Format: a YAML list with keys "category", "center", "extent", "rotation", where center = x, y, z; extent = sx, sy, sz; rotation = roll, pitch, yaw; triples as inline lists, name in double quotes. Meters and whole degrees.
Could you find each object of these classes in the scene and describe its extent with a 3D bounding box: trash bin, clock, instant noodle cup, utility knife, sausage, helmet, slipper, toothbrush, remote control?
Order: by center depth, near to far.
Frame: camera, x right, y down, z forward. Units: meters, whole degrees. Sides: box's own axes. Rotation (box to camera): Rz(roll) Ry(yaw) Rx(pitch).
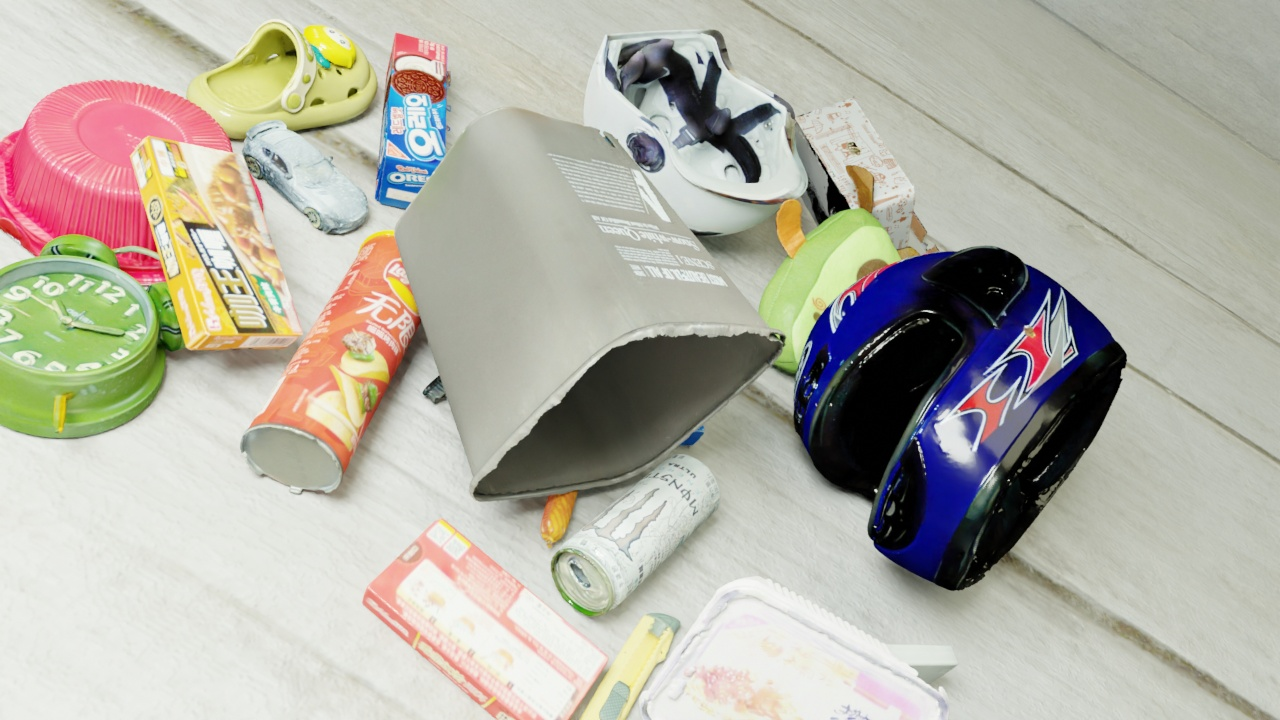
- category: "clock"
  center: [-0.364, -0.023, 0.601]
  extent: [0.116, 0.056, 0.160]
  rotation: [31, 41, -5]
- category: "utility knife"
  center: [-0.022, 0.237, 0.610]
  extent: [0.031, 0.020, 0.194]
  rotation: [32, 46, 7]
- category: "instant noodle cup"
  center: [0.101, 0.220, 0.624]
  extent: [0.173, 0.138, 0.060]
  rotation: [30, 21, -6]
- category: "trash bin"
  center: [-0.050, -0.044, 0.662]
  extent: [0.198, 0.199, 0.219]
  rotation: [1, 53, -50]
- category: "instant noodle cup"
  center: [-0.386, -0.147, 0.697]
  extent: [0.193, 0.066, 0.193]
  rotation: [17, 46, -18]
- category: "remote control"
  center: [0.175, 0.235, 0.701]
  extent: [0.135, 0.056, 0.019]
  rotation: [9, 47, -25]
- category: "sausage"
  center: [-0.054, 0.080, 0.726]
  extent: [0.021, 0.022, 0.164]
  rotation: [25, 43, -10]
- category: "toothbrush"
  center: [-0.116, -0.011, 0.779]
  extent: [0.016, 0.014, 0.189]
  rotation: [43, 42, 8]
- category: "helmet"
  center: [0.252, 0.033, 0.802]
  extent: [0.240, 0.248, 0.314]
  rotation: [32, 42, 31]
- category: "slipper"
  center: [-0.317, -0.262, 0.836]
  extent: [0.091, 0.082, 0.190]
  rotation: [44, 45, 7]
- category: "helmet"
  center: [0.042, -0.225, 0.977]
  extent: [0.228, 0.146, 0.258]
  rotation: [-29, 77, -43]

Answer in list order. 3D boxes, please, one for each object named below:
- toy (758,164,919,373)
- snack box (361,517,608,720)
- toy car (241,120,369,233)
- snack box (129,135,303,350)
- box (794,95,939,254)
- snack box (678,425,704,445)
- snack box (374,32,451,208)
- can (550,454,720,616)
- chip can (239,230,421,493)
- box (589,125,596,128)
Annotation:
- category: "toy"
  center: [0.200, -0.078, 0.941]
  extent: [0.246, 0.090, 0.227]
  rotation: [-47, 116, -20]
- category: "snack box"
  center: [-0.101, 0.178, 0.603]
  extent: [0.153, 0.026, 0.075]
  rotation: [38, 43, 5]
- category: "toy car"
  center: [-0.287, -0.159, 0.792]
  extent: [0.120, 0.037, 0.054]
  rotation: [42, 42, 4]
- category: "snack box"
  center: [-0.295, -0.080, 0.639]
  extent: [0.075, 0.026, 0.153]
  rotation: [-2, 65, -57]
- category: "box"
  center: [0.281, -0.182, 1.128]
  extent: [0.272, 0.131, 0.179]
  rotation: [32, 31, -49]
- category: "snack box"
  center: [-0.005, 0.005, 0.822]
  extent: [0.084, 0.026, 0.157]
  rotation: [5, 49, -29]
- category: "snack box"
  center: [-0.218, -0.233, 0.887]
  extent: [0.058, 0.057, 0.207]
  rotation: [9, 48, -21]
- category: "can"
  center: [0.000, 0.127, 0.688]
  extent: [0.058, 0.058, 0.146]
  rotation: [45, 43, 12]
- category: "chip can"
  center: [-0.210, -0.007, 0.670]
  extent: [0.073, 0.073, 0.216]
  rotation: [25, 42, -10]
- category: "box"
  center: [-0.112, -0.162, 0.855]
  extent: [0.095, 0.102, 0.200]
  rotation: [36, 41, 1]
